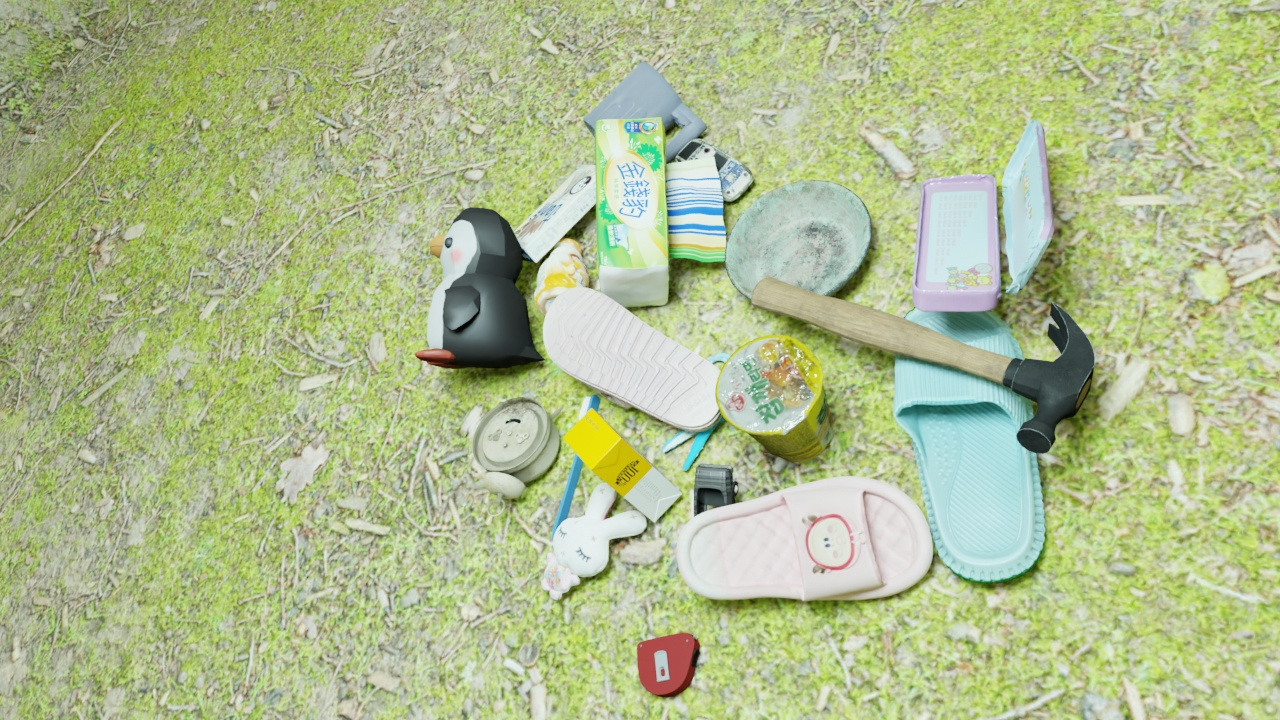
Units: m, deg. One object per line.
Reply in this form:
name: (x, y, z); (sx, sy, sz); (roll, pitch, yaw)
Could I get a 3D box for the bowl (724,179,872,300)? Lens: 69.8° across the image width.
bowl: (0.169, -0.116, 0.972); (0.158, 0.038, 0.157); (-13, 58, 21)

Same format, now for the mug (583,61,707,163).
mug: (0.005, -0.292, 1.141); (0.104, 0.084, 0.124); (-42, 71, 2)

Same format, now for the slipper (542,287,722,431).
slipper: (-0.006, 0.006, 0.983); (0.239, 0.064, 0.094); (30, 83, 27)

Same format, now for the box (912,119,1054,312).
box: (0.318, -0.128, 0.836); (0.140, 0.062, 0.213); (-33, 22, 38)

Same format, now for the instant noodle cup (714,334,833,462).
instant noodle cup: (0.134, 0.045, 0.855); (0.102, 0.108, 0.102); (-13, 58, 21)

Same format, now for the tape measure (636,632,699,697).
tape measure: (0.026, 0.278, 0.838); (0.059, 0.019, 0.051); (-18, 56, 18)

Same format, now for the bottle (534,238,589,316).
bottle: (-0.091, -0.098, 1.088); (0.063, 0.063, 0.108); (-17, 43, 19)

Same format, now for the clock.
clock: (-0.137, 0.108, 1.001); (0.093, 0.054, 0.140); (-3, 55, 27)

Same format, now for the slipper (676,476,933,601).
slipper: (0.139, 0.159, 0.801); (0.222, 0.055, 0.106); (-9, 77, 14)

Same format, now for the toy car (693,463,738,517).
toy car: (0.069, 0.144, 0.863); (0.040, 0.037, 0.092); (1, 97, 27)

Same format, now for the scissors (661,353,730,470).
scissors: (0.083, 0.060, 0.937); (0.113, 0.013, 0.140); (17, 70, 33)

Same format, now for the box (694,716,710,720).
box: (0.049, 0.389, 0.742); (0.076, 0.055, 0.186); (17, 71, 0)

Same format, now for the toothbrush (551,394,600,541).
toothbrush: (-0.072, 0.114, 0.986); (0.014, 0.016, 0.166); (3, 66, 29)

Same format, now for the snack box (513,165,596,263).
snack box: (-0.100, -0.183, 1.134); (0.150, 0.026, 0.082); (-47, 29, -11)

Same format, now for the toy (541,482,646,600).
toy: (-0.056, 0.184, 0.924); (0.125, 0.037, 0.076); (-46, 51, -6)

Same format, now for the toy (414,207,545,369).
toy: (-0.177, -0.085, 1.063); (0.140, 0.159, 0.184); (2, 84, 0)

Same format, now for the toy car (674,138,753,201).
toy car: (0.085, -0.227, 1.080); (0.048, 0.040, 0.113); (-47, 53, -2)

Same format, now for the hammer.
hammer: (0.237, -0.024, 0.817); (0.306, 0.040, 0.132); (22, 56, 34)

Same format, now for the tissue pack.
tissue pack: (0.023, -0.166, 1.027); (0.141, 0.120, 0.197); (-2, 76, 0)

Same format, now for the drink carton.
drink carton: (-0.015, 0.105, 0.896); (0.040, 0.122, 0.058); (-46, 42, -2)

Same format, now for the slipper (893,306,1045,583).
slipper: (0.284, 0.054, 0.799); (0.116, 0.069, 0.275); (-10, 59, 19)
